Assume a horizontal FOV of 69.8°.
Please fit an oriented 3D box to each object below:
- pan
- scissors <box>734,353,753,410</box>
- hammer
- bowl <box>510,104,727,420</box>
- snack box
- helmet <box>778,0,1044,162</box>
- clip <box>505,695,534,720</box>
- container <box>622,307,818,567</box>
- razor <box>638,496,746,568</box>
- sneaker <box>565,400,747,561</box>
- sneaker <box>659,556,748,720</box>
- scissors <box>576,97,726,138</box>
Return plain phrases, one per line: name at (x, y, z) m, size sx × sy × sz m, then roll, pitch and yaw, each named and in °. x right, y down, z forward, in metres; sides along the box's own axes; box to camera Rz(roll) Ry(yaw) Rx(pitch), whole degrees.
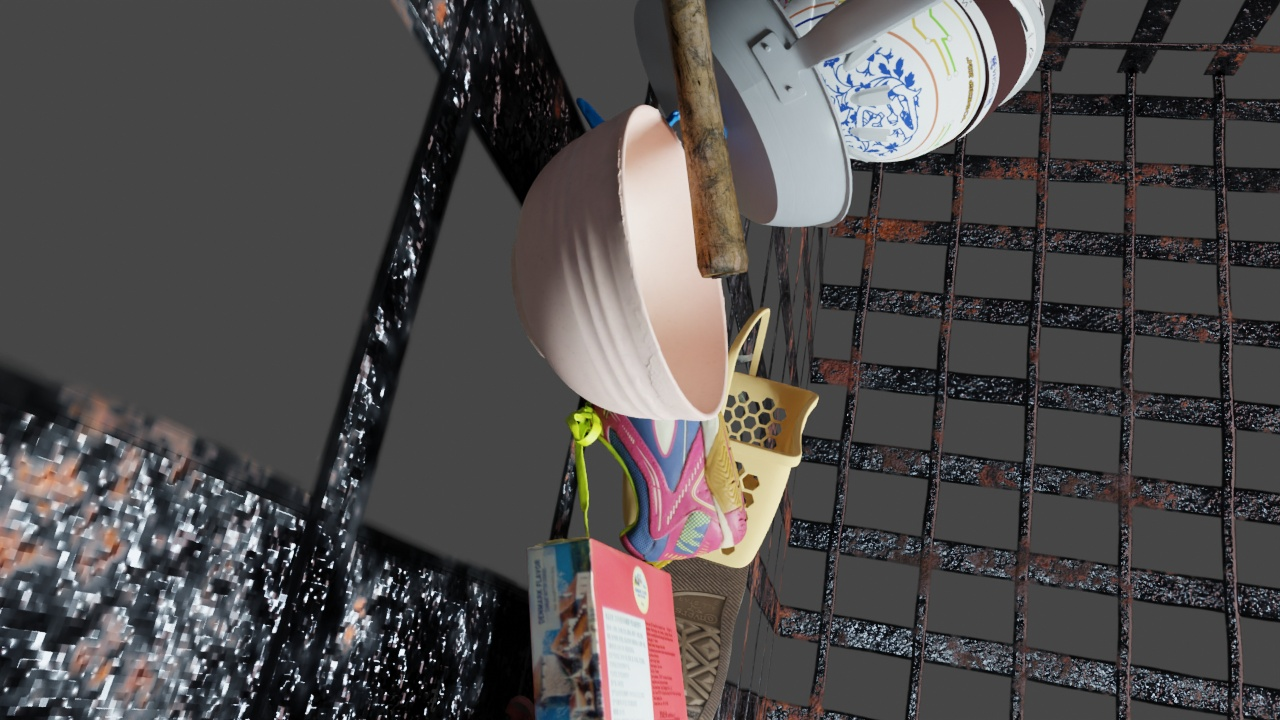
pan at (0.074, -0.156, 0.491) m, size 0.201 × 0.050 × 0.356 m, roll 58°, pitch -6°, yaw -11°
scissors at (0.072, -0.006, 0.841) m, size 0.129 × 0.014 × 0.118 m, roll 166°, pitch -77°, yaw -66°
hammer at (0.015, -0.203, 0.442) m, size 0.120 × 0.033 × 0.330 m, roll -17°, pitch 97°, yaw -75°
bowl at (-0.014, -0.039, 0.441) m, size 0.152 × 0.076 × 0.153 m, roll -10°, pitch 90°, yaw -72°
snack box at (-0.012, 0.180, 0.501) m, size 0.142 × 0.040 × 0.144 m, roll 45°, pitch 35°, yaw -62°
helmet at (0.289, -0.347, 1.066) m, size 0.235 × 0.315 × 0.231 m, roll -58°, pitch 150°, yaw -35°
clip at (-0.065, 0.210, 0.490) m, size 0.045 × 0.023 × 0.060 m, roll -26°, pitch 120°, yaw -68°
container at (0.064, 0.044, 0.706) m, size 0.183 × 0.129 × 0.167 m, roll -39°, pitch 143°, yaw -70°
razor at (0.019, 0.132, 0.627) m, size 0.144 × 0.021 × 0.044 m, roll -42°, pitch -175°, yaw 26°
sneaker at (-0.003, 0.003, 0.561) m, size 0.116 × 0.091 × 0.241 m, roll 18°, pitch 59°, yaw -81°
sneaker at (0.025, 0.235, 0.749) m, size 0.244 × 0.091 × 0.097 m, roll -67°, pitch 171°, yaw -56°
scissors at (0.005, -0.094, 0.516) m, size 0.130 × 0.125 × 0.014 m, roll 60°, pitch -22°, yaw -9°
